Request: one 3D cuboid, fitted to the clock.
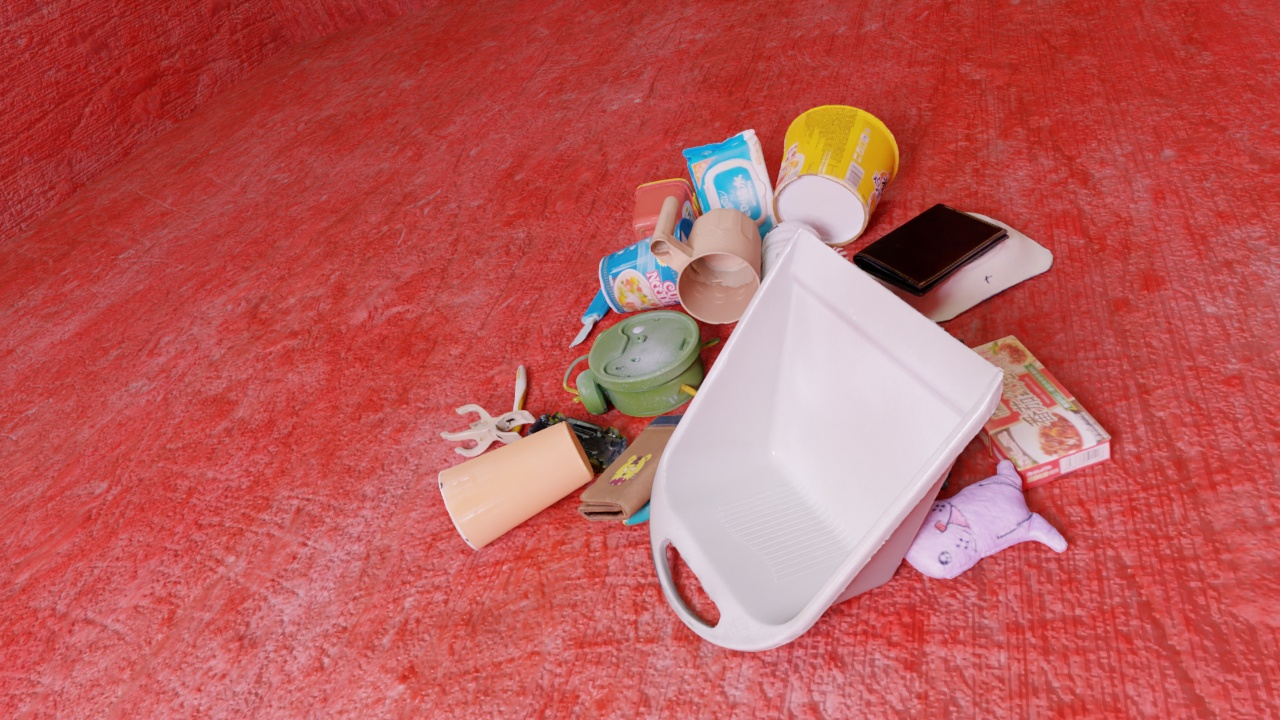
[{"bbox_3d":[-0.006,0.005,0.939,0.161,0.056,0.115,-4,37,23],"label":"clock"}]

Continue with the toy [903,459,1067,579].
[{"bbox_3d":[0.238,0.122,0.662,0.108,0.039,0.083,-21,43,-2],"label":"toy"}]

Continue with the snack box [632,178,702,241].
[{"bbox_3d":[0.031,-0.166,1.132,0.082,0.091,0.079,-6,44,23],"label":"snack box"}]

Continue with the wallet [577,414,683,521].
[{"bbox_3d":[0.002,0.095,0.811,0.115,0.033,0.090,-44,14,-28],"label":"wallet"}]

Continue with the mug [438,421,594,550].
[{"bbox_3d":[-0.108,0.108,0.822,0.123,0.078,0.078,-26,34,0],"label":"mug"}]

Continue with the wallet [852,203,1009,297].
[{"bbox_3d":[0.290,-0.114,0.921,0.122,0.020,0.096,-32,40,-16],"label":"wallet"}]

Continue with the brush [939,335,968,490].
[{"bbox_3d":[0.223,0.041,0.747,0.069,0.063,0.145,-35,25,57],"label":"brush"}]

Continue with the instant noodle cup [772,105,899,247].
[{"bbox_3d":[0.218,-0.204,1.053,0.138,0.138,0.109,2,49,30],"label":"instant noodle cup"}]

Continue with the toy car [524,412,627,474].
[{"bbox_3d":[-0.061,0.083,0.883,0.105,0.032,0.048,13,46,23],"label":"toy car"}]

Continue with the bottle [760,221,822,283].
[{"bbox_3d":[0.149,-0.067,0.949,0.068,0.068,0.196,-6,39,21],"label":"bottle"}]

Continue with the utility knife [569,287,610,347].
[{"bbox_3d":[-0.041,-0.077,1.106,0.034,0.018,0.190,-10,34,36],"label":"utility knife"}]

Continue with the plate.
[{"bbox_3d":[0.317,-0.111,0.950,0.164,0.034,0.163,-26,34,-7],"label":"plate"}]

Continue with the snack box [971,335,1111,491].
[{"bbox_3d":[0.308,0.039,0.753,0.075,0.025,0.152,-19,34,2],"label":"snack box"}]

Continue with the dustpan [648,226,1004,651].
[{"bbox_3d":[0.097,0.073,0.662,0.142,0.258,0.222,-12,37,-24],"label":"dustpan"}]

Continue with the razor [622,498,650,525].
[{"bbox_3d":[0.044,0.110,0.792,0.132,0.043,0.028,-27,1,-3],"label":"razor"}]

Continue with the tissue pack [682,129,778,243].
[{"bbox_3d":[0.113,-0.196,1.095,0.090,0.140,0.063,-17,4,5],"label":"tissue pack"}]

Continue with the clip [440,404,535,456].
[{"bbox_3d":[-0.151,0.060,0.941,0.105,0.035,0.082,-20,36,24],"label":"clip"}]

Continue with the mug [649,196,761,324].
[{"bbox_3d":[0.068,-0.111,0.946,0.084,0.124,0.103,-48,17,33],"label":"mug"}]

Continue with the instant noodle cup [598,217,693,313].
[{"bbox_3d":[0.016,-0.100,1.051,0.110,0.099,0.099,-16,33,23],"label":"instant noodle cup"}]

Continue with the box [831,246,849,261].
[{"bbox_3d":[0.201,-0.042,0.861,0.076,0.088,0.162,-17,45,10],"label":"box"}]

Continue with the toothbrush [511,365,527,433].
[{"bbox_3d":[-0.125,0.061,0.962,0.018,0.016,0.191,-7,35,1],"label":"toothbrush"}]
